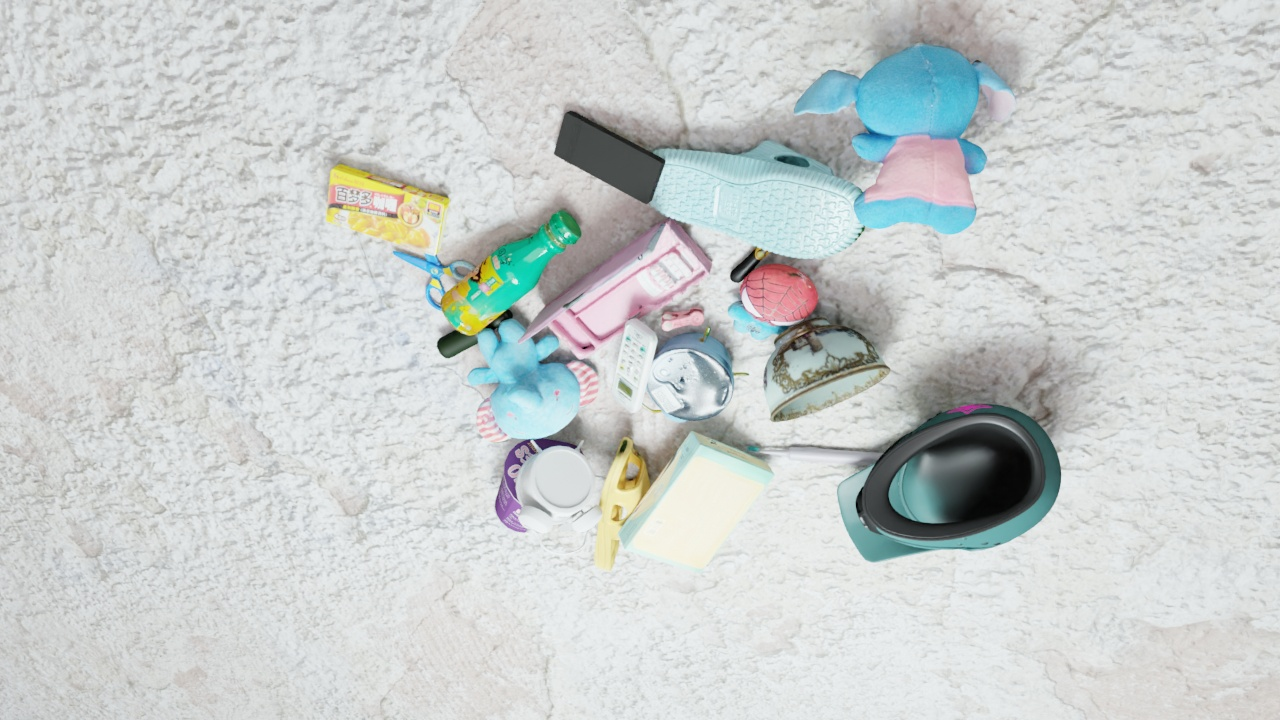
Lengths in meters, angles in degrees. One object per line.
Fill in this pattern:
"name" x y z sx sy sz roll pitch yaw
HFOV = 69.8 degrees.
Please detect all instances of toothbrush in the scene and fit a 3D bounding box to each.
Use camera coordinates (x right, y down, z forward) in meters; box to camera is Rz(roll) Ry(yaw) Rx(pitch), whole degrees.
"toothbrush" 0.244 0.132 1.286 0.188 0.018 0.019 3 123 11

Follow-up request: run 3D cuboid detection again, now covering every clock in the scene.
"clock" 0.055 0.027 1.231 0.162 0.059 0.118 -27 114 28
"clock" -0.115 0.192 1.279 0.119 0.159 0.061 3 158 -25

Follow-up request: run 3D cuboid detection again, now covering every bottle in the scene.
"bottle" -0.227 -0.040 1.268 0.123 0.033 0.033 -25 115 26
"bottle" -0.164 -0.115 1.178 0.210 0.068 0.068 -35 111 23

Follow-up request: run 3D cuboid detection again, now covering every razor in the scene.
"razor" 0.157 -0.143 1.115 0.044 0.021 0.144 35 127 -12

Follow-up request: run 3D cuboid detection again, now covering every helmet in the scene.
"helmet" 0.386 0.161 1.165 0.275 0.200 0.176 -23 73 11

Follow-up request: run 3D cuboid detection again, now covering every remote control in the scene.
"remote control" -0.007 0.007 1.196 0.050 0.022 0.134 37 135 27
"remote control" -0.037 -0.238 1.075 0.133 0.013 0.058 31 127 11

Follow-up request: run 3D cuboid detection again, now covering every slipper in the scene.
"slipper" 0.130 -0.192 1.060 0.276 0.069 0.116 17 128 20
"slipper" -0.020 0.218 1.361 0.078 0.099 0.264 12 130 2

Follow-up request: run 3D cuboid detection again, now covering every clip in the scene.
"clip" 0.053 -0.056 1.202 0.060 0.045 0.023 -23 125 -11

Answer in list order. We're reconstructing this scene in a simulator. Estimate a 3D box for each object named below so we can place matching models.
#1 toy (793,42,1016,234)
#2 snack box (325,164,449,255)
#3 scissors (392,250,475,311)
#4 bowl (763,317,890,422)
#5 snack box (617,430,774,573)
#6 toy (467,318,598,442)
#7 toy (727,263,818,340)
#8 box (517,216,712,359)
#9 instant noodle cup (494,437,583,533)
"toy" 0.275 -0.229 0.951 0.224 0.099 0.191 1 91 -1
"snack box" -0.326 -0.194 1.182 0.152 0.025 0.075 18 119 0
"scissors" -0.268 -0.121 1.232 0.123 0.016 0.125 -10 121 14
"bowl" 0.218 0.003 1.143 0.160 0.159 0.094 -30 72 29
"snack box" 0.079 0.205 1.297 0.141 0.044 0.194 24 109 -31
"toy" -0.157 0.032 1.253 0.183 0.114 0.181 -23 118 5
"toy" 0.162 -0.068 1.142 0.092 0.062 0.133 31 137 -3
"box" -0.034 -0.070 1.150 0.233 0.115 0.106 -31 113 29
"instant noodle cup" -0.157 0.194 1.375 0.122 0.136 0.122 48 140 9
